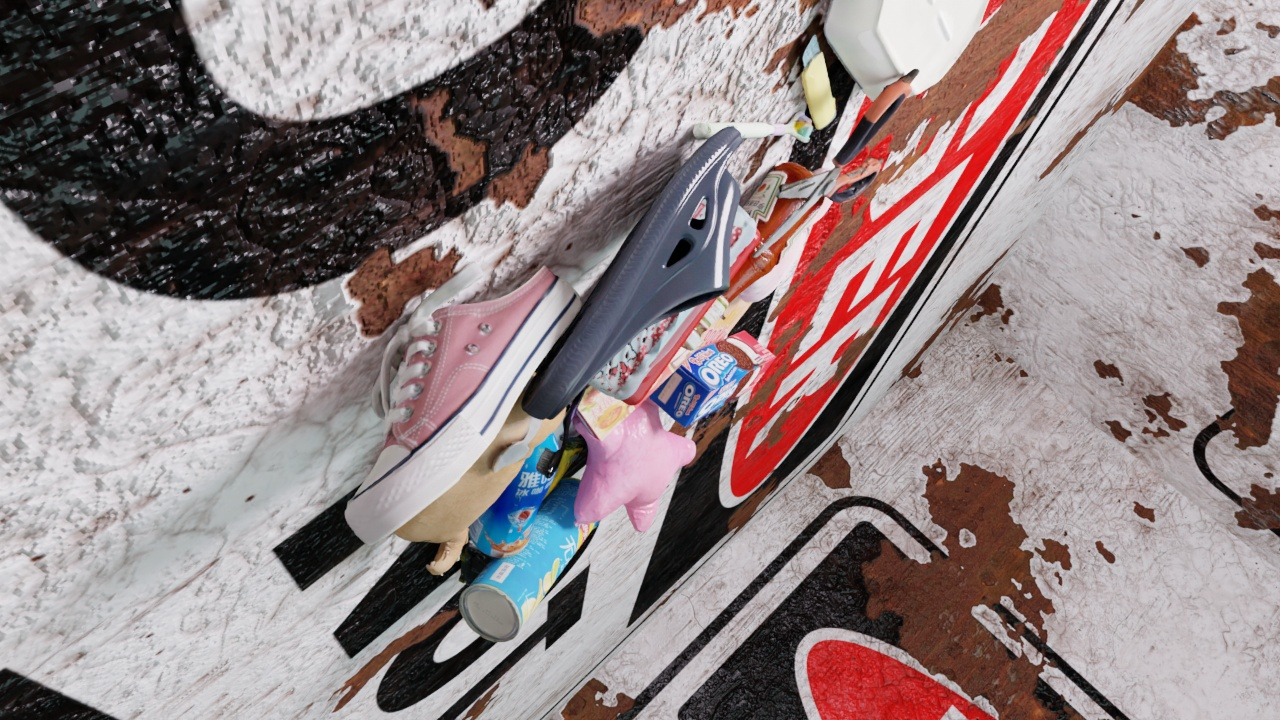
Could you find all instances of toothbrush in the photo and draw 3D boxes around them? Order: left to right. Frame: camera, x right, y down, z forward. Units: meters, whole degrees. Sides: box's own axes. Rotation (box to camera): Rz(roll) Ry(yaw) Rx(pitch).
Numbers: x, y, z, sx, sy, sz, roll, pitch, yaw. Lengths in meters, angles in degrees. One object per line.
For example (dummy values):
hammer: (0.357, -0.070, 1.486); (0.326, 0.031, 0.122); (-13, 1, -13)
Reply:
toothbrush: (-0.061, 0.042, 0.813); (0.188, 0.017, 0.014); (-71, 171, -56)
toothbrush: (0.098, -0.197, 0.778); (0.020, 0.029, 0.189); (-9, -173, 38)

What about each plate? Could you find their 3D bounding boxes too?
plate: (0.242, -0.307, 0.787); (0.162, 0.034, 0.265); (-54, 155, 12)

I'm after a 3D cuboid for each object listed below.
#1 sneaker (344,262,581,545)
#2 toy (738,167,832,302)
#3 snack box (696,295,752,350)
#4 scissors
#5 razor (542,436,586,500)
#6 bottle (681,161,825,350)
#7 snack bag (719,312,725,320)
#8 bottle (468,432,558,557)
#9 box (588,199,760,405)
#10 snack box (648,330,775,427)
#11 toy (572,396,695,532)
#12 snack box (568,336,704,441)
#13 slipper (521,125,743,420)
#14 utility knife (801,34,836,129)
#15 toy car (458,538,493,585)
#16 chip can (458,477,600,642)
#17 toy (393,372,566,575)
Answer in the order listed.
sneaker: (-0.127, 0.010, 0.600); (0.119, 0.088, 0.240); (-33, -161, 48)
toy: (0.153, -0.133, 0.980); (0.159, 0.054, 0.121); (-51, 164, -4)
snack box: (0.067, -0.023, 1.062); (0.157, 0.026, 0.084); (-52, 162, 17)
scissors: (0.178, -0.169, 0.834); (0.225, 0.015, 0.189); (-48, 163, 1)
razor: (-0.110, 0.136, 1.007); (0.133, 0.028, 0.043); (-48, 166, 10)
bottle: (0.098, -0.098, 0.885); (0.206, 0.060, 0.060); (-52, 163, -7)
snack bag: (0.069, -0.069, 0.947); (0.026, 0.045, 0.105); (-23, 167, 17)
bottle: (-0.115, 0.107, 0.868); (0.065, 0.065, 0.219); (-31, 156, -40)
box: (0.010, -0.065, 0.819); (0.201, 0.100, 0.094); (-53, -155, 3)
snack box: (0.086, 0.018, 1.049); (0.058, 0.057, 0.207); (-56, 163, 26)
toy: (-0.020, 0.107, 1.009); (0.178, 0.075, 0.195); (-52, 132, -22)
snack box: (-0.005, 0.005, 0.920); (0.152, 0.025, 0.075); (-43, 139, -12)
slipper: (0.012, -0.054, 0.690); (0.267, 0.083, 0.111); (-56, -172, -16)
utility knife: (0.160, -0.242, 0.818); (0.031, 0.019, 0.178); (-53, 168, 5)
toy car: (-0.176, 0.228, 1.021); (0.035, 0.042, 0.091); (-57, 167, -43)
chip can: (-0.112, 0.210, 0.993); (0.071, 0.071, 0.209); (-59, 175, 32)
toy: (-0.149, 0.096, 0.743); (0.143, 0.082, 0.227); (-2, 137, -49)
